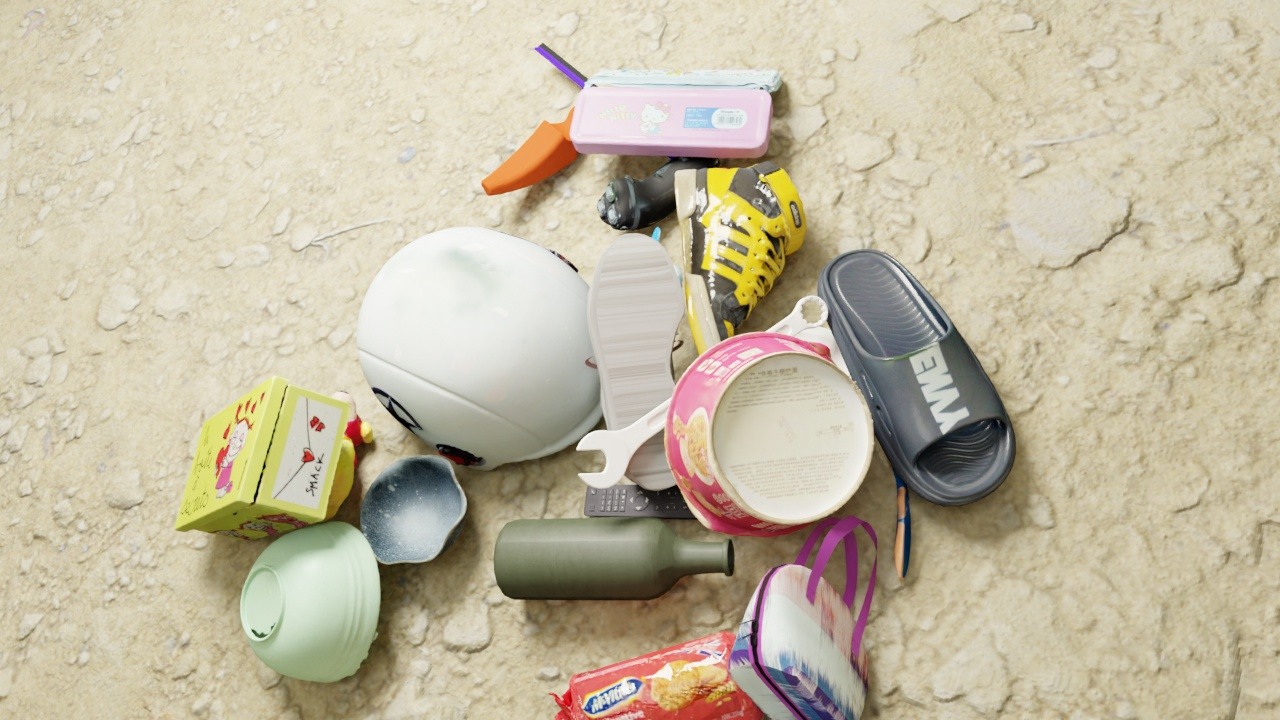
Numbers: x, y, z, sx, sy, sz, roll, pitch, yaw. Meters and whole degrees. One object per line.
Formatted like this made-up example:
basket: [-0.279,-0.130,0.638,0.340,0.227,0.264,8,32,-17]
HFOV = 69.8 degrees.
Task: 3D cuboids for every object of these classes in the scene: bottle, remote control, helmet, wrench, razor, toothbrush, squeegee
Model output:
bottle: [-0.022,0.173,0.804,0.207,0.071,0.071,-4,64,16]
remote control: [0.014,0.131,0.844,0.137,0.015,0.032,-3,65,20]
helmet: [-0.158,-0.027,0.892,0.264,0.164,0.236,25,77,26]
wrench: [0.058,0.022,0.803,0.273,0.009,0.047,-34,92,-15]
razor: [0.019,-0.186,0.965,0.140,0.064,0.053,-35,43,-13]
toothbrush: [0.222,0.119,0.779,0.017,0.021,0.134,-13,59,32]
squeegee: [-0.101,-0.240,1.033,0.184,0.055,0.249,-38,67,-20]

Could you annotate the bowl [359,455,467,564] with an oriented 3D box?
bowl: [-0.210,0.150,0.886,0.110,0.055,0.110,-7,64,15]

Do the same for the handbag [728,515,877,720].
handbag: [0.144,0.195,0.719,0.068,0.144,0.169,-16,32,46]

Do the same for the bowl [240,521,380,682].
bowl: [-0.316,0.223,0.848,0.151,0.077,0.150,-9,75,36]

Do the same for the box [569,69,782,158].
box: [0.038,-0.278,0.987,0.214,0.051,0.148,5,49,14]

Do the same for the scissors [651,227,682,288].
scissors: [0.003,-0.073,0.916,0.131,0.013,0.125,8,83,53]

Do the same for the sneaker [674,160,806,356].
sneaker: [0.103,-0.089,0.878,0.122,0.086,0.238,-10,66,10]

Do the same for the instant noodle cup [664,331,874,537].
instant noodle cup: [0.114,0.062,0.758,0.178,0.078,0.178,0,88,-9]

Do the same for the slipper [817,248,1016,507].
slipper: [0.237,-0.007,0.790,0.110,0.083,0.267,-18,58,-5]

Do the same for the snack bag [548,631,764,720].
snack bag: [0.019,0.276,0.740,0.176,0.082,0.082,-20,61,9]

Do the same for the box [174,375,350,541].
box: [-0.373,0.104,0.890,0.222,0.082,0.124,-16,58,47]

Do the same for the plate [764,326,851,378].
plate: [0.142,0.035,0.848,0.157,0.014,0.156,-7,64,15]

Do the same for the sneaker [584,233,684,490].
sneaker: [-0.005,0.005,0.851,0.099,0.090,0.236,-2,79,-15]

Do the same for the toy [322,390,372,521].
toy: [-0.313,0.104,0.933,0.106,0.067,0.137,-50,32,33]
